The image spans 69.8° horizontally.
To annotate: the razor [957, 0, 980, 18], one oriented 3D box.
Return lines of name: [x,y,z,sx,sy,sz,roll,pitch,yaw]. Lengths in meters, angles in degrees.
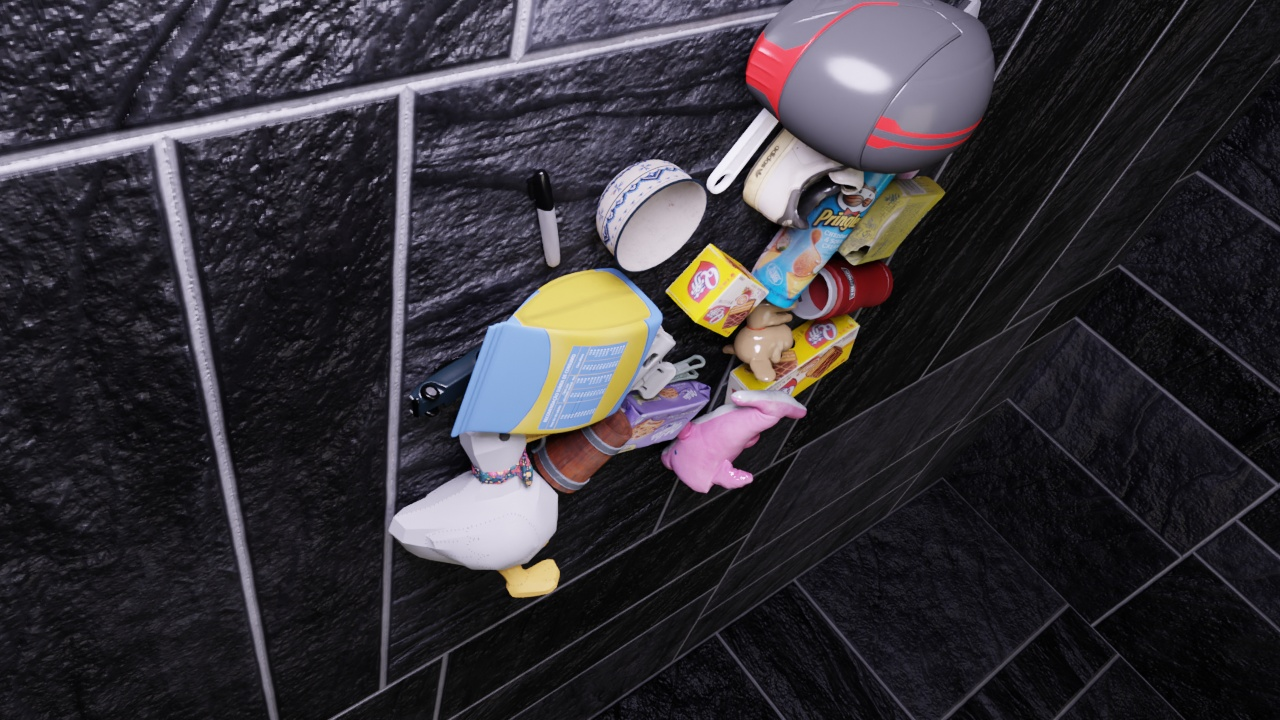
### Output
razor: [0.354,-0.356,1.088,0.057,0.060,0.156,-9,122,-67]

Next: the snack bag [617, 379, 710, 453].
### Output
snack bag: [0.014,0.074,1.296,0.205,0.058,0.097,-8,143,-55]

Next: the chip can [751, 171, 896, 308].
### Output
chip can: [0.229,-0.175,1.170,0.079,0.080,0.230,-6,138,-51]

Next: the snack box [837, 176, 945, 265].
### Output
snack box: [0.333,-0.189,1.228,0.121,0.045,0.180,-53,163,28]

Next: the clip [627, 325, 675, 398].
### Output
clip: [-0.013,0.000,1.160,0.126,0.091,0.151,-44,169,9]

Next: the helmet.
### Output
helmet: [0.244,-0.266,0.894,0.264,0.170,0.165,-21,150,-34]

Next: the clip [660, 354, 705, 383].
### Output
clip: [0.059,0.014,1.303,0.074,0.023,0.035,-16,146,-39]

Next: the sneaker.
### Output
sneaker: [0.226,-0.245,1.024,0.242,0.102,0.088,-48,154,12]

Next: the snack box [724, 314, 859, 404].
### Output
snack box: [0.248,0.008,1.511,0.229,0.061,0.110,-32,154,-19]

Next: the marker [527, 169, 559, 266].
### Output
marker: [-0.091,-0.132,0.871,0.022,0.016,0.139,-4,149,-3]

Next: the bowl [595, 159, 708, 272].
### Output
bowl: [0.004,-0.151,0.916,0.115,0.059,0.116,-32,153,-18]

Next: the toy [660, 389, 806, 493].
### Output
toy: [0.135,0.134,1.430,0.186,0.127,0.266,15,142,-39]

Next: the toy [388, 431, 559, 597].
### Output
toy: [-0.178,0.165,1.095,0.246,0.140,0.268,-21,128,-3]

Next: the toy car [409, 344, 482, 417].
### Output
toy car: [-0.190,0.018,0.943,0.111,0.034,0.046,-35,162,-29]

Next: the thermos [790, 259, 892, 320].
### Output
thermos: [0.290,-0.106,1.374,0.108,0.084,0.198,-18,176,41]

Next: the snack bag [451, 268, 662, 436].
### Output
snack bag: [-0.096,0.000,0.963,0.204,0.102,0.159,-18,145,-43]

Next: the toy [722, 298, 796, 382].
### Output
toy: [0.173,-0.043,1.300,0.105,0.134,0.108,-3,112,-21]

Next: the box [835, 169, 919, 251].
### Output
box: [0.329,-0.232,1.260,0.201,0.045,0.154,-46,155,13]

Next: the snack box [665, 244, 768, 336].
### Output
snack box: [0.097,-0.086,1.148,0.084,0.061,0.105,-47,154,13]

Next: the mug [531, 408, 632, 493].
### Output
mug: [-0.085,0.098,1.174,0.117,0.081,0.111,36,116,-28]

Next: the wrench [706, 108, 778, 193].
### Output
wrench: [0.159,-0.286,0.967,0.274,0.018,0.066,-51,153,22]
